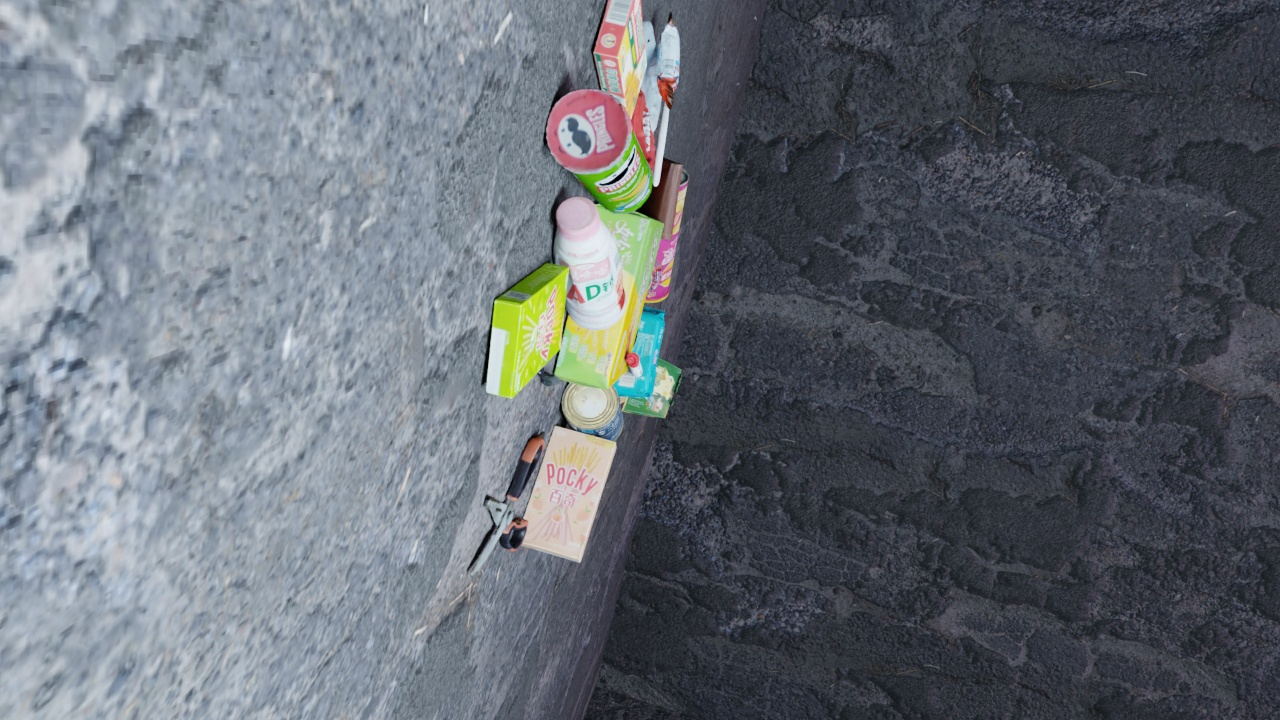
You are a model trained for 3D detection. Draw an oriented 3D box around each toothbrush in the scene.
[{"bbox_3d":[-0.106,0.006,0.952,0.189,0.017,0.014,71,30,-77],"label":"toothbrush"},{"bbox_3d":[0.025,-0.289,1.090,0.016,0.016,0.180,60,36,-72],"label":"toothbrush"}]

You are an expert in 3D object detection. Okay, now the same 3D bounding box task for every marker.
[{"bbox_3d":[-0.007,0.007,1.193,0.145,0.017,0.017,75,30,-83],"label":"marker"}]

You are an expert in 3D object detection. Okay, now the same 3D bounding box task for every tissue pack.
[{"bbox_3d":[-0.019,-0.014,1.300,0.050,0.093,0.133,15,85,-73],"label":"tissue pack"}]

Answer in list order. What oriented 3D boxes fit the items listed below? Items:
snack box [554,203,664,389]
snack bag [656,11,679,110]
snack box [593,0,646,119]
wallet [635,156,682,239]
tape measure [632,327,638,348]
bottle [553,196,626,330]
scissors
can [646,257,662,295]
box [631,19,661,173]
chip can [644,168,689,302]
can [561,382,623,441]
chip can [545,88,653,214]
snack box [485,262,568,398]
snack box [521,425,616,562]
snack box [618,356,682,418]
[{"bbox_3d":[-0.035,-0.080,1.122,0.157,0.070,0.210,-42,147,-80],"label":"snack box"},{"bbox_3d":[0.033,-0.349,1.072,0.048,0.026,0.104,101,-7,-72],"label":"snack bag"},{"bbox_3d":[-0.019,-0.302,0.921,0.156,0.027,0.077,70,34,-80],"label":"snack box"},{"bbox_3d":[0.020,-0.222,1.226,0.124,0.032,0.101,-135,-126,-62],"label":"wallet"},{"bbox_3d":[-0.037,-0.036,1.239,0.033,0.066,0.066,-70,171,-52],"label":"tape measure"},{"bbox_3d":[-0.055,-0.098,0.939,0.197,0.068,0.068,80,26,-68],"label":"bottle"},{"bbox_3d":[-0.144,0.168,1.011,0.224,0.015,0.189,-67,170,-49],"label":"scissors"},{"bbox_3d":[-0.007,-0.121,1.300,0.093,0.066,0.066,-46,151,-78],"label":"can"},{"bbox_3d":[0.001,-0.297,1.102,0.201,0.039,0.158,42,51,-83],"label":"box"},{"bbox_3d":[0.024,-0.191,1.388,0.071,0.071,0.211,-68,171,-48],"label":"chip can"},{"bbox_3d":[-0.063,0.068,1.219,0.111,0.075,0.075,84,22,-72],"label":"can"},{"bbox_3d":[-0.031,-0.192,0.874,0.236,0.072,0.072,-8,113,-84],"label":"chip can"},{"bbox_3d":[-0.100,-0.031,0.833,0.156,0.026,0.086,-58,158,-70],"label":"snack box"},{"bbox_3d":[-0.092,0.166,1.153,0.026,0.084,0.157,82,23,-67],"label":"snack box"},{"bbox_3d":[-0.005,0.035,1.397,0.117,0.105,0.118,180,-70,-80],"label":"snack box"}]
